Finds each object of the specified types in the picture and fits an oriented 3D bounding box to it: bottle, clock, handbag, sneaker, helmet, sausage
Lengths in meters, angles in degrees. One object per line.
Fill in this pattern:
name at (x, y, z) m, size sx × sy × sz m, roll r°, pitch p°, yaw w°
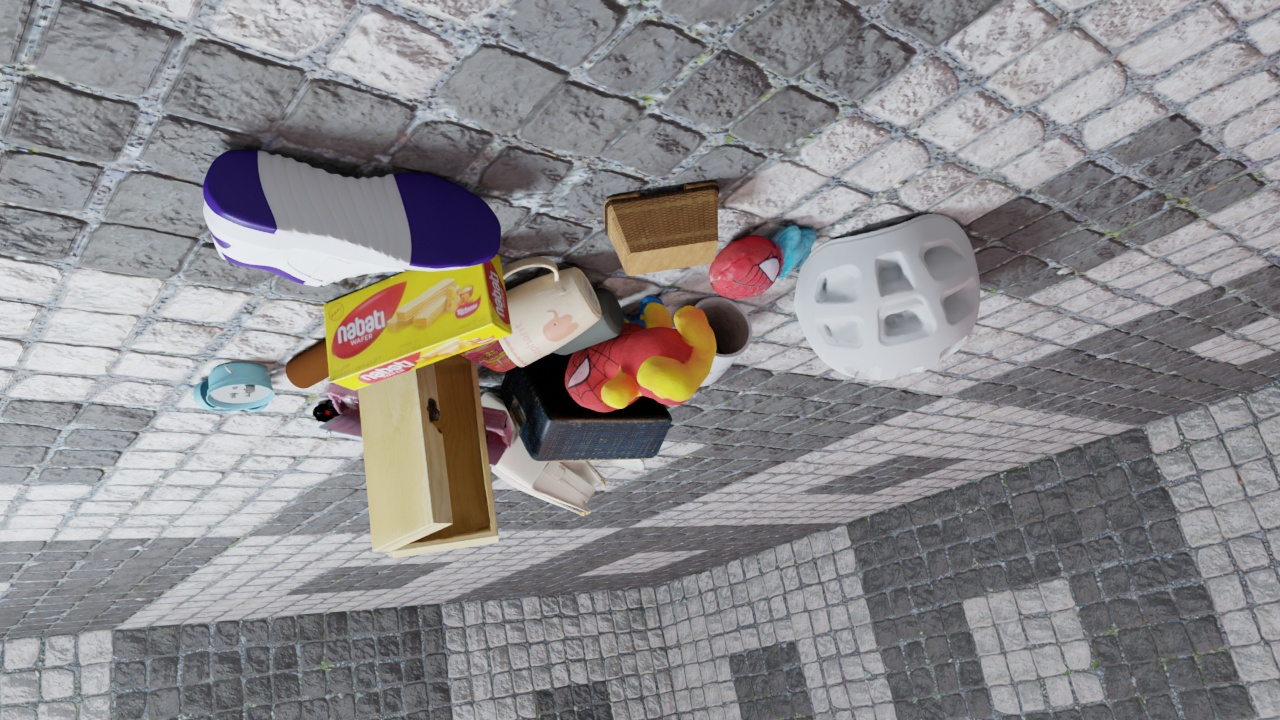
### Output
bottle at (-0.182, -0.030, 1.060) m, size 0.071 × 0.048 × 0.134 m, roll -26°, pitch 156°, yaw 13°
bottle at (-0.077, -0.041, 1.071) m, size 0.109 × 0.060 × 0.060 m, roll -19°, pitch 158°, yaw 20°
clock at (-0.486, 0.040, 1.099) m, size 0.087 × 0.042 × 0.123 m, roll 6°, pitch 152°, yaw -39°
handbag at (-0.135, 0.148, 1.304) m, size 0.195 × 0.101 × 0.198 m, roll 27°, pitch 168°, yaw 39°
sneaker at (-0.246, -0.103, 0.785) m, size 0.243 × 0.091 × 0.111 m, roll 7°, pitch 154°, yaw -31°
helmet at (0.307, -0.069, 1.151) m, size 0.224 × 0.184 × 0.282 m, roll -9°, pitch 180°, yaw 4°
sausage at (-0.347, -0.009, 1.049) m, size 0.156 × 0.040 × 0.040 m, roll -24°, pitch 156°, yaw 30°

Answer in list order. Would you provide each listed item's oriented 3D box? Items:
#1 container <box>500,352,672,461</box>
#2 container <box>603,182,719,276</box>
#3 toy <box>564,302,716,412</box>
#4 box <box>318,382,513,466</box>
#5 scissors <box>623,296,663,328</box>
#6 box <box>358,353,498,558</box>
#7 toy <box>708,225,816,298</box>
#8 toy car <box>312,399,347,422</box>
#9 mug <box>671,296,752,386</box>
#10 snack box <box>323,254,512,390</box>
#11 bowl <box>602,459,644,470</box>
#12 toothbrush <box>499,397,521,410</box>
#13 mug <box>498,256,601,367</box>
container at (-0.071, 0.057, 1.201) m, size 0.187 × 0.145 × 0.071 m, roll 2°, pitch 126°, yaw -32°
container at (0.025, -0.126, 0.897) m, size 0.114 × 0.061 × 0.063 m, roll -9°, pitch 160°, yaw -5°
toy at (-0.006, 0.006, 1.088) m, size 0.217 × 0.099 × 0.147 m, roll -10°, pitch -148°, yaw 53°
box at (-0.285, 0.090, 1.173) m, size 0.232 × 0.080 × 0.099 m, roll 12°, pitch 157°, yaw 0°
scissors at (-0.014, -0.046, 1.158) m, size 0.109 × 0.018 × 0.131 m, roll -5°, pitch 158°, yaw -9°
box at (-0.254, 0.088, 1.054) m, size 0.142 × 0.248 × 0.179 m, roll -15°, pitch 159°, yaw 8°
toy at (0.135, -0.107, 1.013) m, size 0.132 × 0.062 × 0.092 m, roll -19°, pitch 169°, yaw -12°
toy car at (-0.396, 0.074, 1.243) m, size 0.091 × 0.036 × 0.042 m, roll -3°, pitch 158°, yaw -20°
mug at (0.068, -0.026, 1.167) m, size 0.119 × 0.083 × 0.097 m, roll 9°, pitch 155°, yaw -13°
snack box at (-0.232, -0.043, 0.941) m, size 0.201 × 0.092 × 0.042 m, roll -18°, pitch 160°, yaw 18°
bowl at (-0.063, 0.094, 1.326) m, size 0.177 × 0.057 × 0.177 m, roll 24°, pitch 163°, yaw 7°
toothbrush at (-0.167, 0.080, 1.405) m, size 0.016 × 0.017 × 0.189 m, roll -20°, pitch 158°, yaw 27°
mug at (-0.107, -0.062, 0.990) m, size 0.104 × 0.085 × 0.111 m, roll -25°, pitch 128°, yaw 9°
